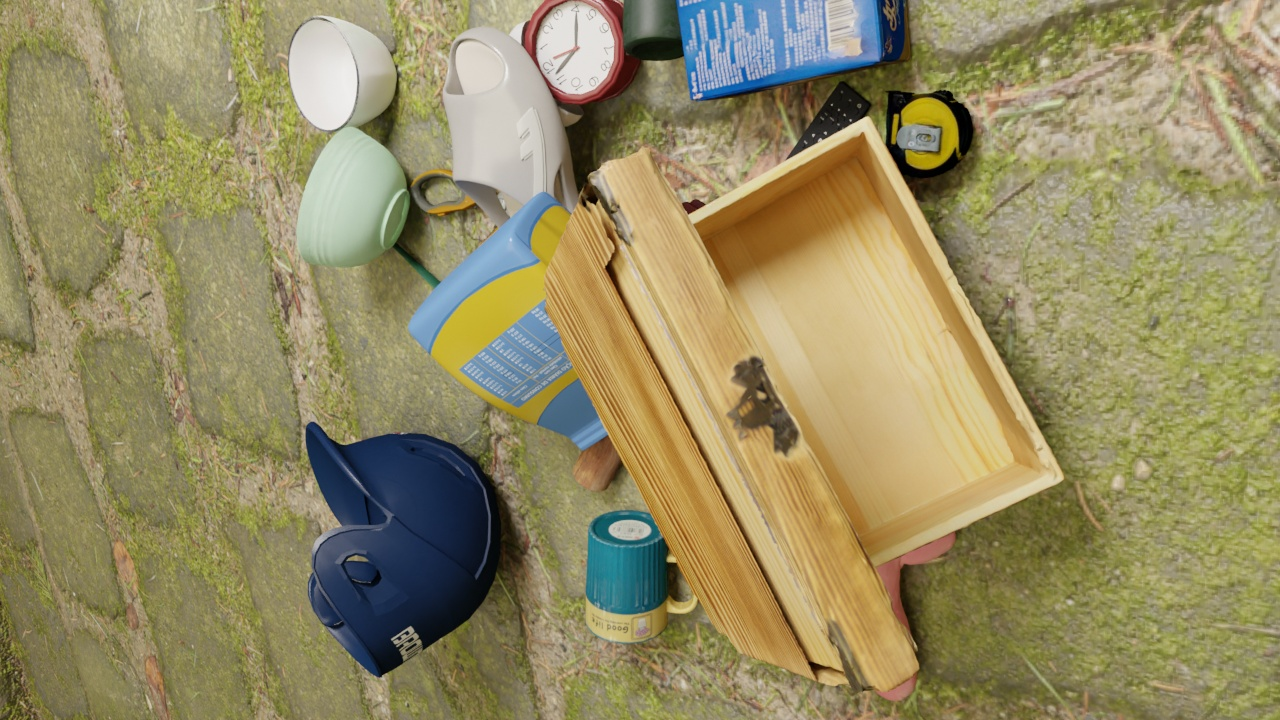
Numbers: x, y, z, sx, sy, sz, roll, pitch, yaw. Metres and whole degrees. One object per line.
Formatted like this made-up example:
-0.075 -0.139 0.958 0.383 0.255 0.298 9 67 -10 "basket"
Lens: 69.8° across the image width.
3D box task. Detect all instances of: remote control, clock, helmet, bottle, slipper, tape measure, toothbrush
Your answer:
0.129 -0.154 0.729 0.030 0.009 0.140 46 126 16 "remote control"
-0.058 -0.262 0.790 0.138 0.048 0.096 -26 98 26 "clock"
-0.272 0.173 0.996 0.272 0.222 0.233 48 151 3 "helmet"
0.014 -0.330 0.721 0.055 0.055 0.174 0 90 36 "bottle"
-0.114 -0.154 0.818 0.113 0.080 0.266 12 132 43 "slipper"
0.204 -0.162 0.656 0.061 0.034 0.062 9 111 32 "tape measure"
-0.236 -0.089 1.015 0.190 0.016 0.017 42 122 18 "toothbrush"

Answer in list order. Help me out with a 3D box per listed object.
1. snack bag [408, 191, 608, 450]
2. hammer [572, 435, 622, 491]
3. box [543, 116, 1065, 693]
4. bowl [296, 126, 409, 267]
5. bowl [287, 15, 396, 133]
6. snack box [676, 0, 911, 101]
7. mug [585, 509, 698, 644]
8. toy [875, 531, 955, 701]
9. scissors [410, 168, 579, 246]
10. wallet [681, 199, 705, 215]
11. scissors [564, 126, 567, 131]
-0.073 -0.019 0.805 0.205 0.102 0.159 44 125 -16 "snack bag"
-0.005 0.005 0.863 0.158 0.037 0.302 37 123 21 "hammer"
0.077 0.024 0.560 0.284 0.323 0.279 -28 88 11 "box"
-0.292 -0.161 0.966 0.077 0.150 0.151 21 120 -1 "bowl"
-0.310 -0.301 0.968 0.116 0.065 0.116 13 112 33 "bowl"
0.101 -0.304 0.662 0.155 0.069 0.203 -1 105 37 "snack box"
0.002 0.213 0.908 0.113 0.083 0.107 3 106 6 "mug"
0.169 0.177 0.761 0.192 0.096 0.237 -24 100 26 "toy"
-0.158 -0.156 0.935 0.216 0.016 0.226 43 121 18 "scissors"
0.051 -0.065 0.764 0.091 0.018 0.116 37 125 21 "wallet"
-0.087 -0.272 0.844 0.125 0.019 0.154 11 109 31 "scissors"
